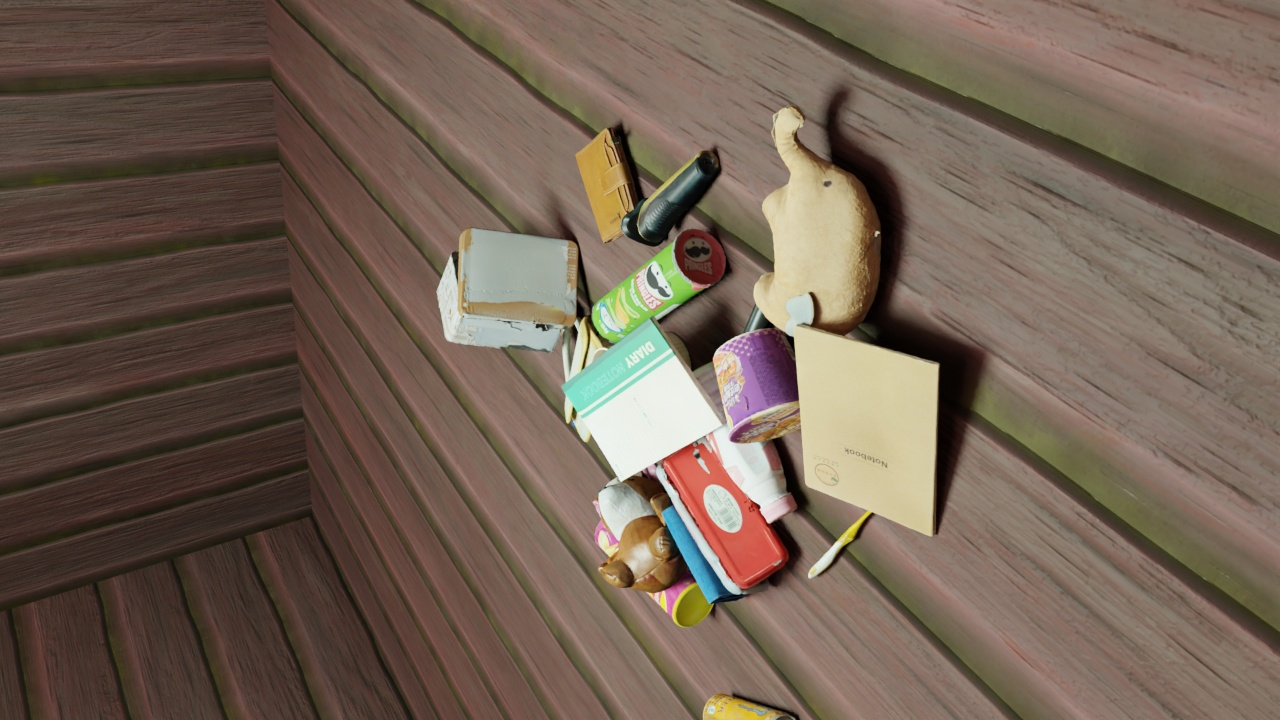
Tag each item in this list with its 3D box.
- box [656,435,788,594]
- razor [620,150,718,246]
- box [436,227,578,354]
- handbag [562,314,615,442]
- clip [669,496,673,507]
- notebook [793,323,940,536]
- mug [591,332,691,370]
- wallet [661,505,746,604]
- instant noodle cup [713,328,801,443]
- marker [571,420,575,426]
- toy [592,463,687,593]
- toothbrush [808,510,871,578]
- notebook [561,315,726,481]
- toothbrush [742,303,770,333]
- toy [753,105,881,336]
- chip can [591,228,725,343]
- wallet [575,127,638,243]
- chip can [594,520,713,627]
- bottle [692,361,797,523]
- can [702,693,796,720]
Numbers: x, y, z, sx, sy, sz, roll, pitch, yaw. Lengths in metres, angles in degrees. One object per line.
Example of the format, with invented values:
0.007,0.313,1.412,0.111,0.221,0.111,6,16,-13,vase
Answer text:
0.104,0.198,1.162,0.201,0.095,0.099,57,-179,28,box
0.038,-0.197,1.106,0.168,0.062,0.067,-39,38,51,razor
-0.191,-0.112,1.353,0.169,0.181,0.150,-62,35,34,box
-0.084,0.014,1.366,0.178,0.063,0.164,47,132,48,handbag
0.052,0.215,1.292,0.024,0.028,0.056,-43,57,53,clip
0.219,0.069,0.891,0.148,0.008,0.208,20,134,37,notebook
-0.007,0.007,1.205,0.114,0.105,0.082,29,127,50,mug
0.084,0.249,1.184,0.040,0.106,0.133,-36,66,18,wallet
0.132,0.026,1.000,0.112,0.111,0.099,-52,52,53,instant noodle cup
-0.067,0.093,1.425,0.146,0.016,0.017,-12,93,59,marker
-0.011,0.225,1.266,0.130,0.140,0.199,46,-164,-30,toy
0.229,0.196,1.002,0.018,0.016,0.192,50,141,21,toothbrush
-0.004,0.052,1.122,0.210,0.012,0.150,-36,87,46,notebook
0.141,-0.062,1.017,0.027,0.026,0.213,59,145,35,toothbrush
0.171,-0.129,0.888,0.143,0.082,0.226,16,114,37,toy
0.017,-0.087,1.160,0.237,0.072,0.072,-32,76,58,chip can
-0.038,-0.235,1.224,0.119,0.035,0.130,-22,85,64,wallet
0.016,0.296,1.328,0.211,0.071,0.071,33,130,48,chip can
0.119,0.097,1.085,0.197,0.068,0.068,61,147,16,bottle
0.145,0.484,1.219,0.146,0.058,0.058,-14,91,59,can
